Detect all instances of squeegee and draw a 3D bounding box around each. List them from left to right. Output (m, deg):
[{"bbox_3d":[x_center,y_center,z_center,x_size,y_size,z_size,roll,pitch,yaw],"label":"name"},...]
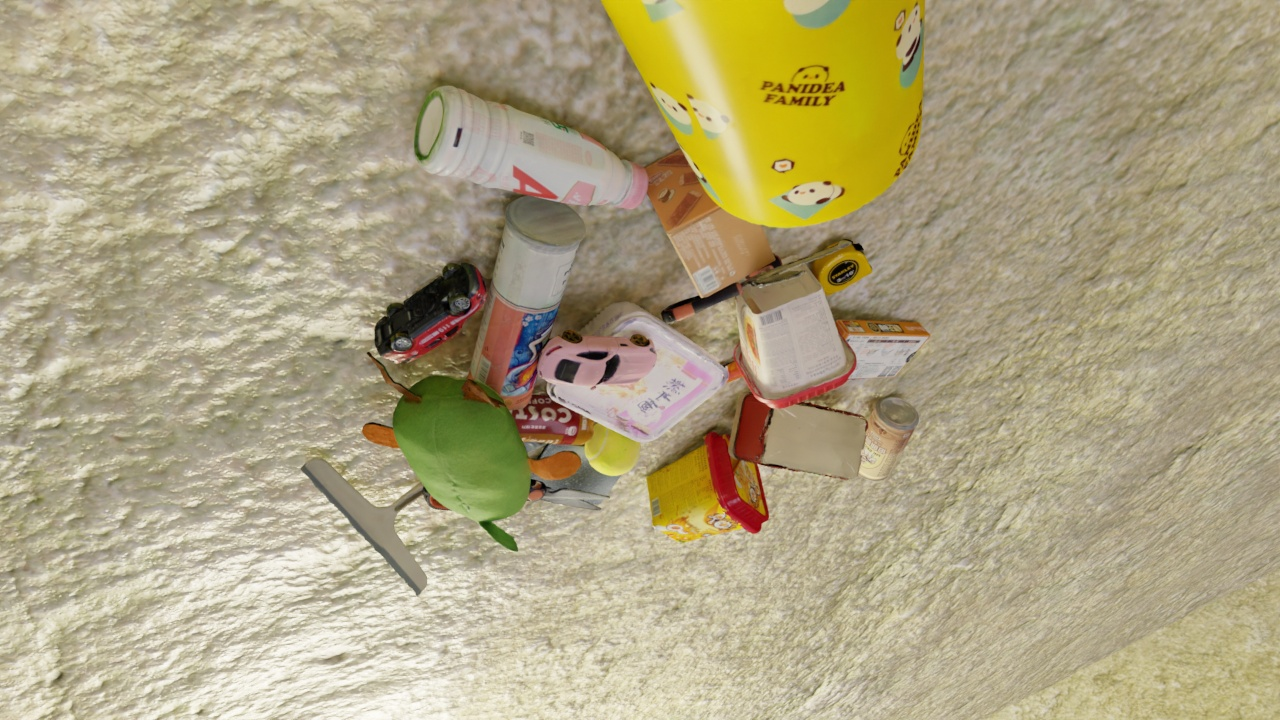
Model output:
[{"bbox_3d":[-0.207,0.130,1.037,0.246,0.039,0.247,-28,129,-2],"label":"squeegee"}]

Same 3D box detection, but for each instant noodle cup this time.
[{"bbox_3d":[-0.006,0.006,0.973,0.138,0.060,0.173,-40,138,20],"label":"instant noodle cup"},{"bbox_3d":[0.081,0.169,1.160,0.124,0.115,0.116,-26,141,22],"label":"instant noodle cup"},{"bbox_3d":[0.155,-0.033,0.970,0.116,0.116,0.124,-21,129,-1],"label":"instant noodle cup"}]

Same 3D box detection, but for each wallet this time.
[{"bbox_3d":[-0.077,0.134,1.116,0.120,0.019,0.097,12,127,-32],"label":"wallet"}]

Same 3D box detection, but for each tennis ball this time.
[{"bbox_3d":[-0.032,0.100,1.060,0.065,0.065,0.066,-12,139,-11],"label":"tennis ball"}]

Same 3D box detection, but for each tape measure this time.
[{"bbox_3d":[0.211,-0.101,0.975,0.060,0.029,0.057,-31,140,11],"label":"tape measure"}]

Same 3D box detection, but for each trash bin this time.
[{"bbox_3d":[0.091,-0.241,0.634,0.230,0.229,0.255,-26,145,5],"label":"trash bin"}]

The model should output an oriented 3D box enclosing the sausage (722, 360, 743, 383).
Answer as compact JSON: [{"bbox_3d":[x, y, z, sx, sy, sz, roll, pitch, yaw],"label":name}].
[{"bbox_3d":[0.155,-0.008,1.058,0.165,0.021,0.021,-23,140,0],"label":"sausage"}]

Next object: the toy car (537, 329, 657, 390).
[{"bbox_3d":[-0.040,0.002,0.881,0.122,0.037,0.056,1,136,-27],"label":"toy car"}]

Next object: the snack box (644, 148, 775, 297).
[{"bbox_3d":[0.059,-0.130,0.825,0.077,0.094,0.093,-27,139,6],"label":"snack box"}]

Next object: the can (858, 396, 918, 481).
[{"bbox_3d":[0.326,0.106,1.230,0.058,0.058,0.116,-7,137,-17],"label":"can"}]

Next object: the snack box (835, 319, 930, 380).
[{"bbox_3d":[0.269,-0.012,1.082,0.153,0.026,0.075,0,135,-37],"label":"snack box"}]

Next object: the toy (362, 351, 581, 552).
[{"bbox_3d":[-0.168,0.081,0.877,0.227,0.089,0.247,10,141,16],"label":"toy"}]

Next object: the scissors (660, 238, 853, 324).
[{"bbox_3d":[0.102,-0.074,0.853,0.189,0.226,0.015,-25,98,11],"label":"scissors"}]

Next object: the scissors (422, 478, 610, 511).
[{"bbox_3d":[-0.142,0.153,1.048,0.160,0.021,0.234,-33,136,11],"label":"scissors"}]

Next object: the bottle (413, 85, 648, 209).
[{"bbox_3d":[-0.082,-0.164,0.750,0.196,0.068,0.068,10,131,-35],"label":"bottle"}]

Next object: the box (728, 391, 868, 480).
[{"bbox_3d":[0.200,0.097,1.120,0.168,0.080,0.091,13,88,-34],"label":"box"}]

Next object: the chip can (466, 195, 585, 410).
[{"bbox_3d":[-0.113,-0.046,0.860,0.071,0.071,0.215,0,135,-24],"label":"chip can"}]

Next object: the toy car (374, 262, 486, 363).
[{"bbox_3d":[-0.191,-0.042,0.845,0.121,0.053,0.045,-33,140,16],"label":"toy car"}]

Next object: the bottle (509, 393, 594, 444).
[{"bbox_3d":[-0.137,0.061,0.976,0.174,0.057,0.058,3,134,-26],"label":"bottle"}]
